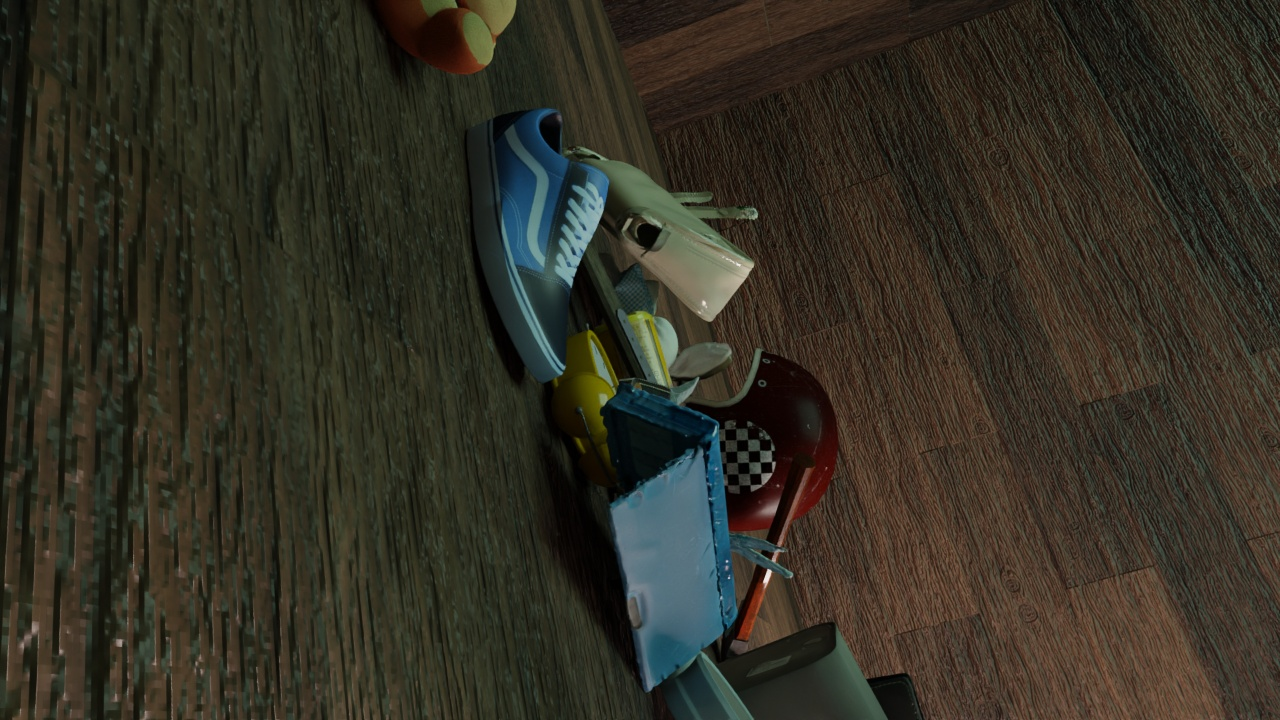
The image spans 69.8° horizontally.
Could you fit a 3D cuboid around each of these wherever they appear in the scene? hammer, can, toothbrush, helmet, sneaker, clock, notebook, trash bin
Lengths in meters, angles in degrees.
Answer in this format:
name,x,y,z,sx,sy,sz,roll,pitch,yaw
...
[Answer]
name,x,y,z,sx,sy,sz,roll,pitch,yaw
hammer,0.143,0.237,1.050,0.111,0.028,0.301,-84,-173,-65
can,-0.006,0.006,0.982,0.067,0.068,0.105,31,42,-77
toothbrush,-0.012,0.161,0.799,0.167,0.013,0.013,-59,138,-79
helmet,0.117,0.095,1.150,0.233,0.254,0.233,27,60,-78
sneaker,-0.068,-0.103,0.696,0.083,0.098,0.241,58,16,-59
clock,0.061,0.297,0.770,0.159,0.045,0.122,54,-2,27
notebook,0.216,0.439,1.012,0.029,0.209,0.169,-10,83,-74
hammer,-0.043,-0.088,0.929,0.146,0.028,0.317,-22,86,-47
trash bin,0.171,0.401,0.908,0.220,0.197,0.197,67,9,7
clock,-0.038,0.038,0.761,0.151,0.052,0.113,-102,171,-58

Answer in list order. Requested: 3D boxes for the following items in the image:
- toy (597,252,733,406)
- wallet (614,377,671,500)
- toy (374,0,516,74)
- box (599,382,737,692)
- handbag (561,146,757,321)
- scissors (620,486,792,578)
name,x,y,z,sx,sy,sz,roll,pitch,yaw
toy,-0.008,-0.035,1.077,0.205,0.130,0.106,51,-33,-6
wallet,0.003,0.081,0.857,0.072,0.019,0.123,18,71,-53
toy,-0.139,-0.267,0.651,0.176,0.096,0.112,-116,-178,-57
box,0.005,0.143,0.689,0.109,0.094,0.232,-44,142,-34
handbag,0.021,-0.167,1.026,0.184,0.132,0.229,30,10,-40
scissors,0.056,0.153,0.755,0.016,0.179,0.108,-41,138,-36
